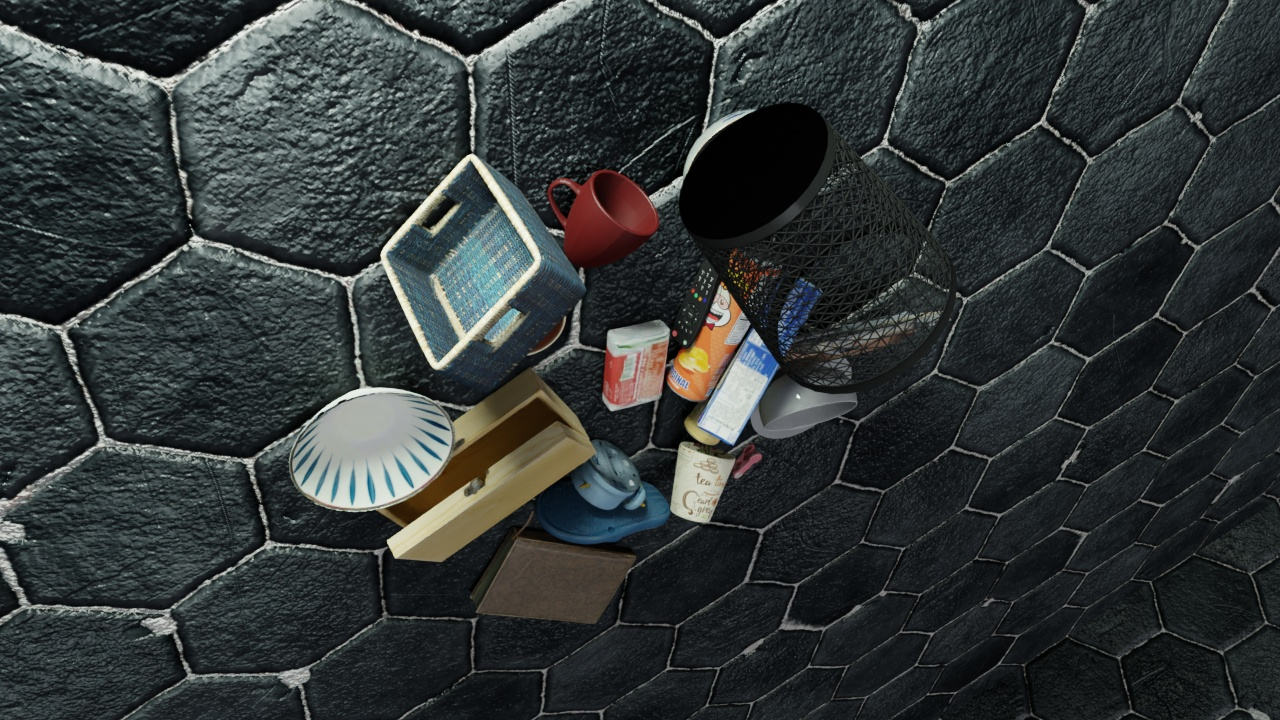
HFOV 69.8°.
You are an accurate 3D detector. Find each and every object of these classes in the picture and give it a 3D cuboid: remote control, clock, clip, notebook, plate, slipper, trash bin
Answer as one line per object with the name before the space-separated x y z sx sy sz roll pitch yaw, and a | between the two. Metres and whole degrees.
remote control | 0.072 -0.075 1.121 0.010 0.039 0.125 -3 125 -43
clock | -0.039 0.158 1.235 0.124 0.088 0.052 21 120 -39
clip | 0.161 0.158 1.395 0.022 0.038 0.059 18 122 -45
notebook | -0.119 0.305 1.347 0.215 0.034 0.190 16 116 -33
plate | 0.245 0.059 1.364 0.172 0.019 0.173 -17 136 -17
slipper | -0.050 0.214 1.273 0.213 0.103 0.059 1 131 -37
trash bin | 0.173 -0.118 0.940 0.217 0.216 0.243 -41 131 9

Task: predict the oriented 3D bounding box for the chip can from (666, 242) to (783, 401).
chip can | 0.103 -0.048 1.146 0.062 0.062 0.211 4 126 -34

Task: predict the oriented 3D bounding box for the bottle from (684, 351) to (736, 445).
bottle | 0.123 0.039 1.244 0.056 0.056 0.162 11 122 -38

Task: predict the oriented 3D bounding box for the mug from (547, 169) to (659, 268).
mug | -0.052 -0.146 0.961 0.114 0.086 0.089 34 129 -18

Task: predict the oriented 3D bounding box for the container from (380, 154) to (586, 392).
container | -0.152 -0.083 0.866 0.145 0.187 0.071 -44 141 12

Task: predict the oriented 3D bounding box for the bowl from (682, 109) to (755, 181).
bowl | 0.104 -0.214 0.996 0.150 0.056 0.151 -16 136 -17

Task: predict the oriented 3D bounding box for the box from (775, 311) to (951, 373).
box | 0.293 -0.028 1.236 0.216 0.058 0.154 -12 171 -21

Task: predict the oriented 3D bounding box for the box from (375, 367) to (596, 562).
box | -0.183 0.149 1.119 0.249 0.122 0.140 -34 135 3

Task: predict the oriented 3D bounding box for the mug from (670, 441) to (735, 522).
mug | 0.085 0.173 1.323 0.081 0.122 0.097 15 95 4

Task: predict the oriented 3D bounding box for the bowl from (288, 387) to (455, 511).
bowl | -0.301 0.081 1.016 0.177 0.071 0.178 -17 135 -18

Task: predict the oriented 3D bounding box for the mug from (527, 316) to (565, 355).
mug | -0.146 -0.063 0.951 0.111 0.104 0.085 -22 137 -10

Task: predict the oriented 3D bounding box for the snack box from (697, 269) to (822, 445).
snack box | 0.150 -0.004 1.164 0.226 0.059 0.059 -61 178 4

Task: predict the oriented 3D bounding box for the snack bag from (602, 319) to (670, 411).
snack bag | -0.007 0.007 1.151 0.077 0.036 0.116 -14 134 -21

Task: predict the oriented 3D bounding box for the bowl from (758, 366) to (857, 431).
bowl | 0.226 0.047 1.264 0.132 0.064 0.132 -12 164 -4
